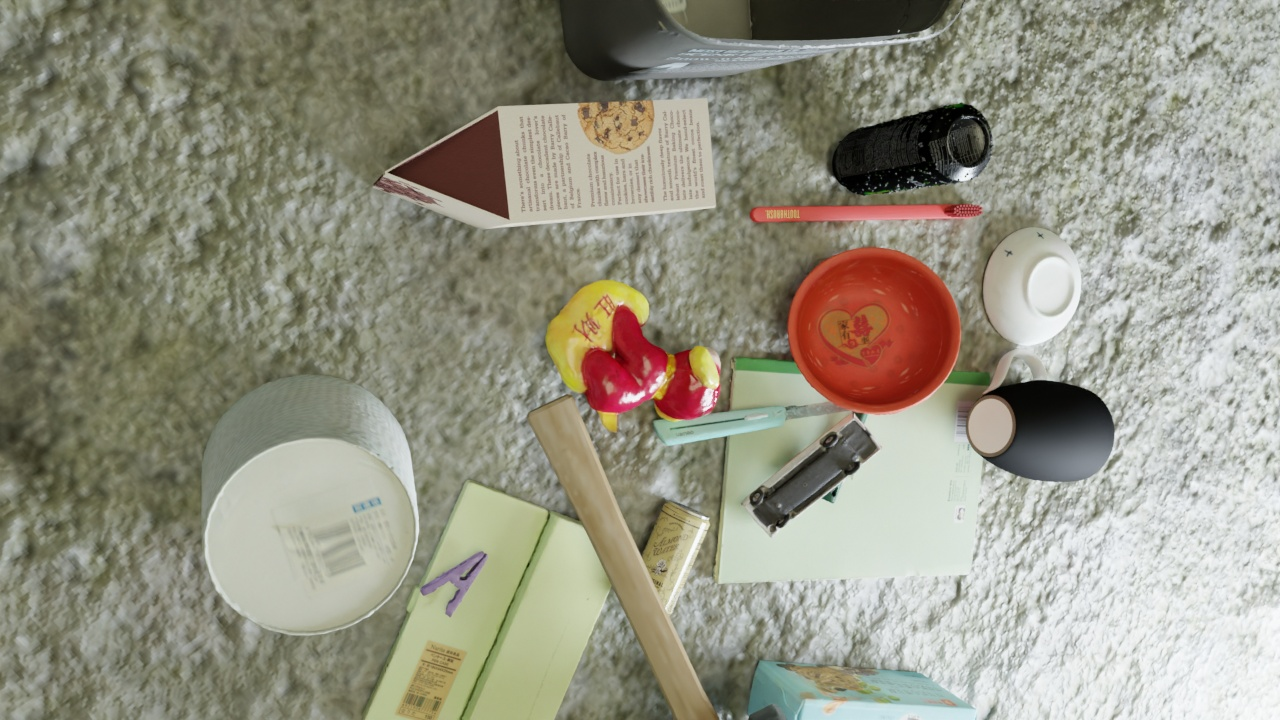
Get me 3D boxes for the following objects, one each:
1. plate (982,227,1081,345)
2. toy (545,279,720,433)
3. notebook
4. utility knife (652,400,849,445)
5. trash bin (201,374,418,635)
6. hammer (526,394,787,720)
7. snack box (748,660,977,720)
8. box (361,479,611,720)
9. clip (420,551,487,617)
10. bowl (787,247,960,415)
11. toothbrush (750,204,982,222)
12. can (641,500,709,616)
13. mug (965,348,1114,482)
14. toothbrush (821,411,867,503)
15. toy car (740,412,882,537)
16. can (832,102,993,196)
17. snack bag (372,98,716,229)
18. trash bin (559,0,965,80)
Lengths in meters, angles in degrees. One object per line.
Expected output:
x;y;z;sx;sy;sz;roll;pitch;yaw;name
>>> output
0.349;-0.064;0.800;0.104;0.026;0.104;-2;96;-20;plate
-0.004;0.004;0.657;0.137;0.067;0.105;27;70;-19;toy
0.183;0.093;0.764;0.252;0.010;0.182;3;95;-21;notebook
0.097;0.044;0.710;0.177;0.016;0.022;-7;64;-11;utility knife
-0.194;0.082;0.542;0.133;0.161;0.133;-2;96;-20;trash bin
0.003;0.176;0.651;0.117;0.051;0.323;-25;93;-4;hammer
0.181;0.288;0.750;0.174;0.075;0.053;10;93;-21;snack box
-0.103;0.194;0.665;0.137;0.024;0.187;26;86;-18;box
-0.131;0.152;0.636;0.046;0.014;0.050;17;91;-11;clip
0.178;-0.020;0.716;0.130;0.045;0.130;0;81;3;bowl
0.187;-0.119;0.738;0.212;0.018;0.012;-4;97;-20;toothbrush
0.021;0.149;0.695;0.038;0.038;0.079;25;87;-21;can
0.326;0.043;0.776;0.100;0.085;0.118;6;62;-27;mug
0.188;0.026;0.745;0.016;0.017;0.189;25;84;-20;toothbrush
0.132;0.088;0.719;0.113;0.039;0.039;-40;100;8;toy car
0.195;-0.152;0.673;0.054;0.138;0.054;-2;96;-20;can
-0.066;-0.125;0.603;0.206;0.094;0.070;-8;98;-19;snack bag
0.048;-0.270;0.562;0.197;0.220;0.197;-8;99;-19;trash bin
